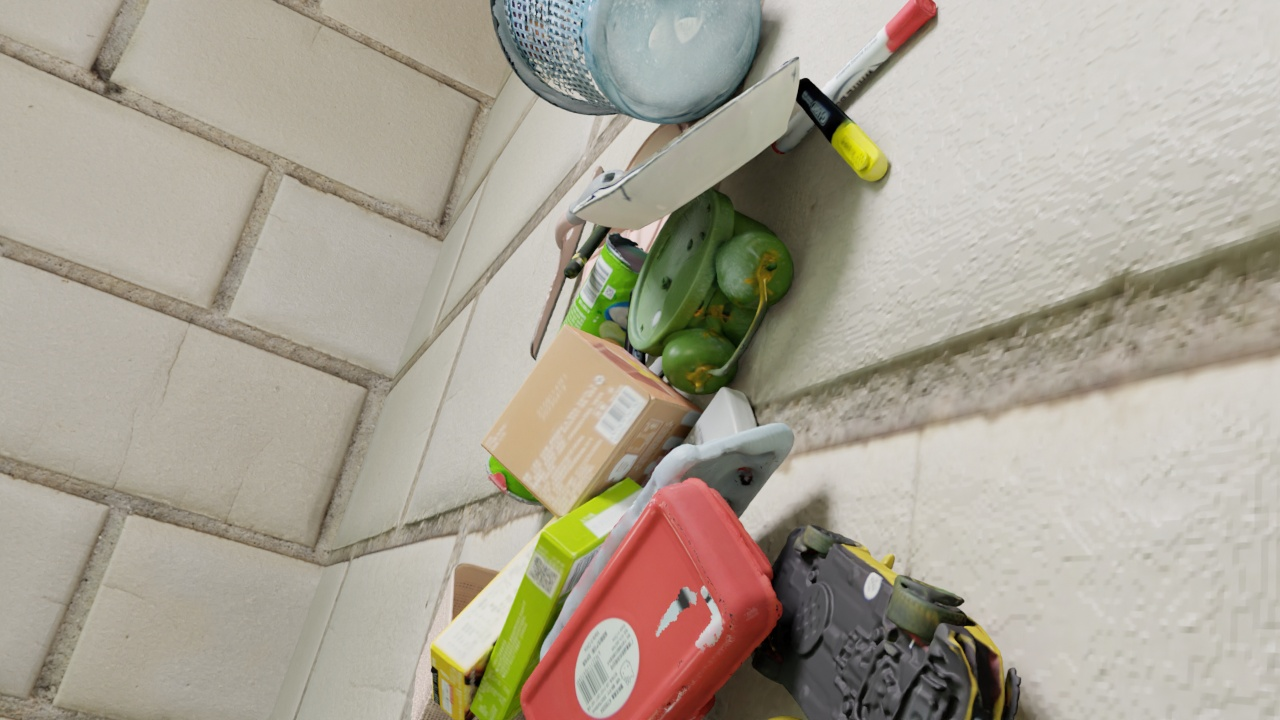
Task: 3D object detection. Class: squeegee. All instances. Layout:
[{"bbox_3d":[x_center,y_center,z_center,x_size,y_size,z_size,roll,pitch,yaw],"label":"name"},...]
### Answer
[{"bbox_3d":[-0.061,-0.144,0.938,0.250,0.040,0.247,144,147,-69],"label":"squeegee"}]

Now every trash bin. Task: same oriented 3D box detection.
[{"bbox_3d":[-0.002,-0.304,0.806,0.227,0.226,0.195,-62,32,18],"label":"trash bin"}]

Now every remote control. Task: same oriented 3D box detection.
[{"bbox_3d":[0.024,0.086,0.563,0.150,0.021,0.058,-58,22,27],"label":"remote control"}]

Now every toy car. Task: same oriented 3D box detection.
[{"bbox_3d":[0.082,0.107,0.346,0.156,0.041,0.071,-160,91,-78],"label":"toy car"}]

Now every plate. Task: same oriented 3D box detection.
[{"bbox_3d":[-0.002,-0.127,0.857,0.230,0.028,0.229,-55,22,35],"label":"plate"},{"bbox_3d":[0.037,-0.139,0.617,0.162,0.034,0.265,-33,11,10],"label":"plate"}]

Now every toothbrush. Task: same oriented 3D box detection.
[{"bbox_3d":[-0.031,-0.110,0.770,0.017,0.012,0.185,-63,0,34],"label":"toothbrush"}]

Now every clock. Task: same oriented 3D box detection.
[{"bbox_3d":[0.045,-0.044,0.594,0.116,0.056,0.161,-62,20,20],"label":"clock"}]

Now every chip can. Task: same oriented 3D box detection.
[{"bbox_3d":[-0.051,0.012,0.766,0.236,0.072,0.072,-60,20,22],"label":"chip can"}]

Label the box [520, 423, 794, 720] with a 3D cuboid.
[{"bbox_3d":[0.018,0.128,0.456,0.102,0.100,0.202,58,136,31],"label":"box"}]

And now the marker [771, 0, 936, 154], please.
[{"bbox_3d":[0.127,-0.173,0.572,0.146,0.017,0.017,-40,34,55],"label":"marker"}]

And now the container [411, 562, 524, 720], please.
[{"bbox_3d":[-0.119,0.230,0.692,0.111,0.090,0.090,-63,19,22],"label":"container"}]

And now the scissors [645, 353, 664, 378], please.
[{"bbox_3d":[-0.030,0.056,0.689,0.181,0.019,0.170,-19,51,44],"label":"scissors"}]

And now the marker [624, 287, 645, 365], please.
[{"bbox_3d":[-0.004,0.004,0.649,0.015,0.018,0.123,-22,57,49],"label":"marker"}]

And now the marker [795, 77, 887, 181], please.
[{"bbox_3d":[0.115,-0.140,0.545,0.018,0.015,0.124,-62,28,30],"label":"marker"}]

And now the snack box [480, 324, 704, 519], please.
[{"bbox_3d":[-0.028,0.043,0.579,0.093,0.077,0.094,-54,-23,7],"label":"snack box"}]

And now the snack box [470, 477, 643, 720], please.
[{"bbox_3d":[-0.048,0.148,0.553,0.085,0.026,0.157,-25,-35,-53],"label":"snack box"}]

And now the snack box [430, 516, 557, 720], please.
[{"bbox_3d":[-0.079,0.163,0.603,0.140,0.034,0.087,-46,-21,-38],"label":"snack box"}]

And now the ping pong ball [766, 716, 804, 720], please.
[{"bbox_3d":[0.058,0.160,0.358,0.040,0.040,0.040,-54,23,36],"label":"ping pong ball"}]

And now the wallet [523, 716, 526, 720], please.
[{"bbox_3d":[-0.089,0.314,0.629,0.121,0.019,0.097,-64,17,17],"label":"wallet"}]
